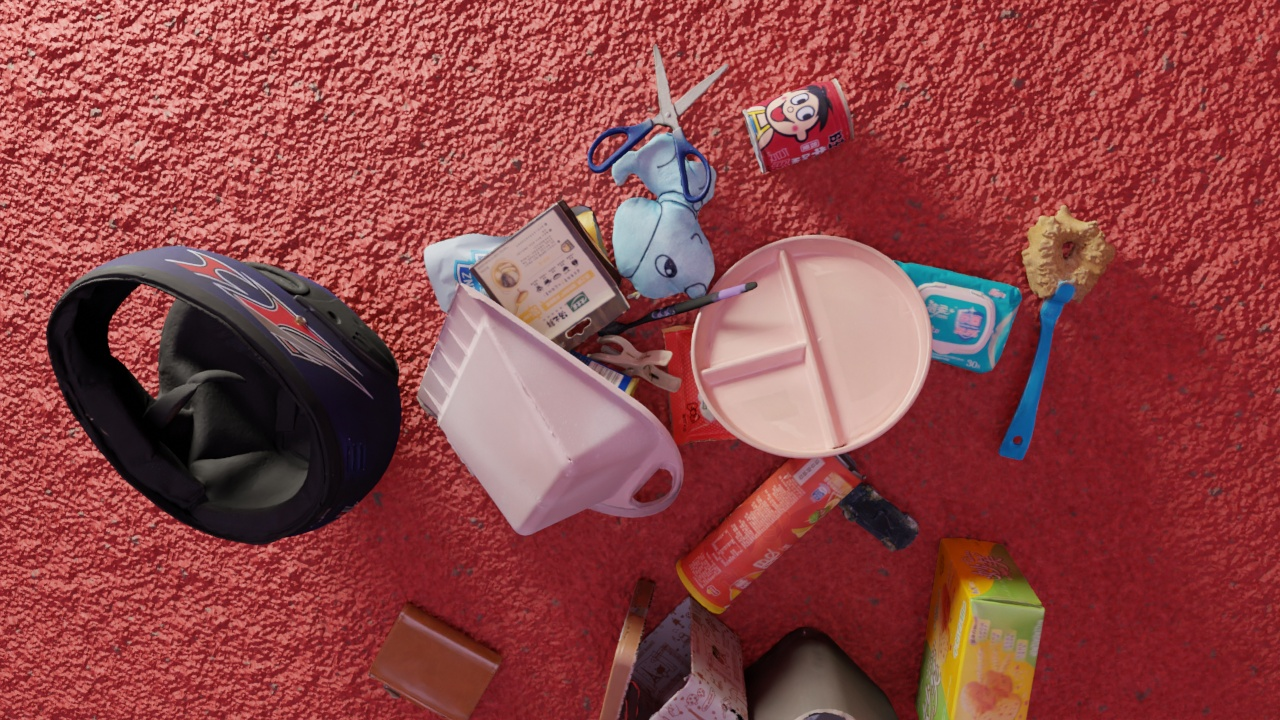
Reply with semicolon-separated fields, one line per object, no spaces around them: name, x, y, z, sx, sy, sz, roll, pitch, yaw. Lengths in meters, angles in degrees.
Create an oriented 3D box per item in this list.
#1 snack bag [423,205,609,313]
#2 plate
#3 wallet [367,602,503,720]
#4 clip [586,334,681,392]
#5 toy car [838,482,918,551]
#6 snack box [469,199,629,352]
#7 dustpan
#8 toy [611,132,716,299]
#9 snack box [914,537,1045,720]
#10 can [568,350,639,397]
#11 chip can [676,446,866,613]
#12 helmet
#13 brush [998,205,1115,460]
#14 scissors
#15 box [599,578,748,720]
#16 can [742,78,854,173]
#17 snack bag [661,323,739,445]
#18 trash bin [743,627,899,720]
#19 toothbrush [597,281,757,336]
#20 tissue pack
snack bag;-0.128;-0.090;0.965;0.191;0.038;0.110;-14;110;10
plate;0.163;-0.014;0.891;0.230;0.028;0.229;-6;68;15
wallet;-0.239;0.357;1.065;0.132;0.031;0.108;29;100;1
clip;-0.007;0.002;0.949;0.100;0.034;0.070;17;148;27
toy car;0.251;0.164;0.971;0.090;0.034;0.043;36;100;-3
snack box;-0.088;-0.076;0.916;0.113;0.053;0.125;-34;101;14
dustpan;-0.091;0.062;0.944;0.273;0.138;0.223;56;143;13
toy;0.022;-0.136;0.932;0.161;0.049;0.156;40;100;3
snack box;0.336;0.306;0.925;0.070;0.157;0.210;6;102;7
can;-0.057;0.043;0.954;0.083;0.057;0.102;25;140;3
chip can;0.135;0.170;0.967;0.073;0.073;0.217;43;102;-3
helmet;-0.382;0.018;0.904;0.247;0.240;0.315;-34;107;11
brush;0.400;-0.025;0.907;0.083;0.046;0.255;13;96;0
scissors;0.025;-0.230;0.909;0.175;0.012;0.162;-32;80;2
box;0.007;0.329;0.958;0.148;0.181;0.146;43;101;-7
can;0.153;-0.228;0.890;0.094;0.066;0.066;-18;98;9
snack bag;0.127;0.020;0.946;0.208;0.073;0.128;-4;94;15
trash bin;0.174;0.409;0.933;0.199;0.219;0.199;-44;94;11
toothbrush;0.032;-0.052;0.934;0.189;0.016;0.014;-16;62;29
tissue pack;0.300;-0.044;0.917;0.133;0.050;0.093;12;102;4
